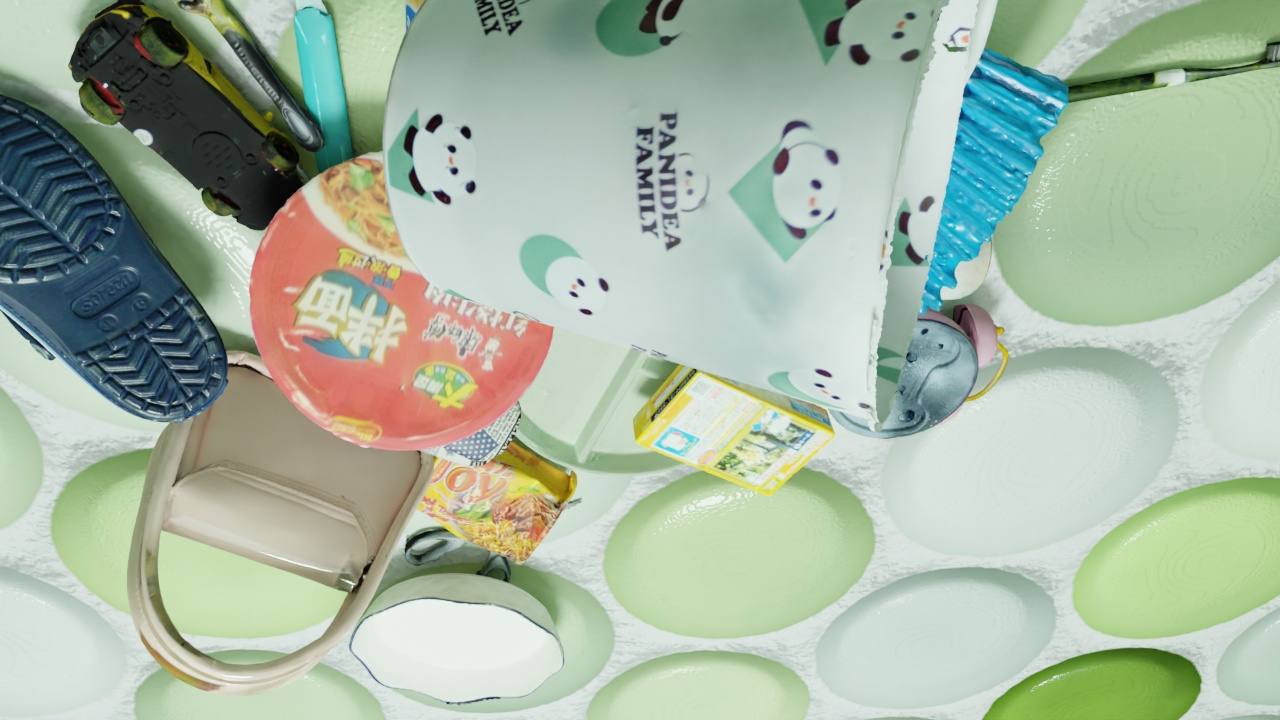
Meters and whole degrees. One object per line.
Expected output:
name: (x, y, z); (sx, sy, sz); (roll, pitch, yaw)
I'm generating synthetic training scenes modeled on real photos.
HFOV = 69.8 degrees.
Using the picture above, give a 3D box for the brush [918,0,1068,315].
brush: (0.207, -0.180, 0.538); (0.109, 0.060, 0.315); (27, 113, -2)

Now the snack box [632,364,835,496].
snack box: (0.075, 0.053, 0.733); (0.140, 0.033, 0.087); (25, 124, -23)

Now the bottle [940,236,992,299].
bottle: (0.145, -0.077, 0.643); (0.189, 0.068, 0.068); (0, 129, -6)

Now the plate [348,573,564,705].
plate: (-0.178, 0.274, 0.904); (0.205, 0.045, 0.205); (0, 136, 0)

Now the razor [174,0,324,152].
razor: (-0.237, -0.186, 0.548); (0.043, 0.022, 0.143); (-21, 125, 19)

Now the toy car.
toy car: (-0.272, -0.145, 0.567); (0.071, 0.041, 0.156); (-31, 124, 19)

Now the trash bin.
trash bin: (0.024, -0.103, 0.480); (0.252, 0.228, 0.230); (13, 133, 20)

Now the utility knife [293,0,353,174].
utility knife: (-0.195, -0.178, 0.565); (0.029, 0.013, 0.223); (2, 131, -4)

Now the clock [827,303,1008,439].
clock: (0.215, 0.003, 0.722); (0.158, 0.059, 0.117); (9, 127, -10)

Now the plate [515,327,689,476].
plate: (-0.004, 0.004, 0.723); (0.230, 0.027, 0.231); (-3, 129, -3)

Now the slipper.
slipper: (-0.373, -0.064, 0.597); (0.253, 0.104, 0.095); (51, 152, -21)

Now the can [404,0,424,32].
can: (-0.109, -0.199, 0.530); (0.053, 0.053, 0.135); (3, 129, -8)

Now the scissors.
scissors: (-0.138, 0.161, 0.851); (0.159, 0.014, 0.181); (2, 126, -10)

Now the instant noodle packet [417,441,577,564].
instant noodle packet: (-0.130, 0.114, 0.783); (0.128, 0.044, 0.111); (29, 117, -15)

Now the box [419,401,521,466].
box: (-0.169, 0.020, 0.687); (0.162, 0.076, 0.088); (31, 117, -18)

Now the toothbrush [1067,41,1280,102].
toothbrush: (0.343, -0.189, 0.607); (0.186, 0.012, 0.017); (-9, 123, 2)

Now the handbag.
handbag: (-0.267, 0.123, 0.661); (0.193, 0.233, 0.094); (25, 130, -21)

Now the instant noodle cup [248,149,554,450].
instant noodle cup: (-0.155, -0.040, 0.613); (0.193, 0.066, 0.194); (-3, 100, -18)
